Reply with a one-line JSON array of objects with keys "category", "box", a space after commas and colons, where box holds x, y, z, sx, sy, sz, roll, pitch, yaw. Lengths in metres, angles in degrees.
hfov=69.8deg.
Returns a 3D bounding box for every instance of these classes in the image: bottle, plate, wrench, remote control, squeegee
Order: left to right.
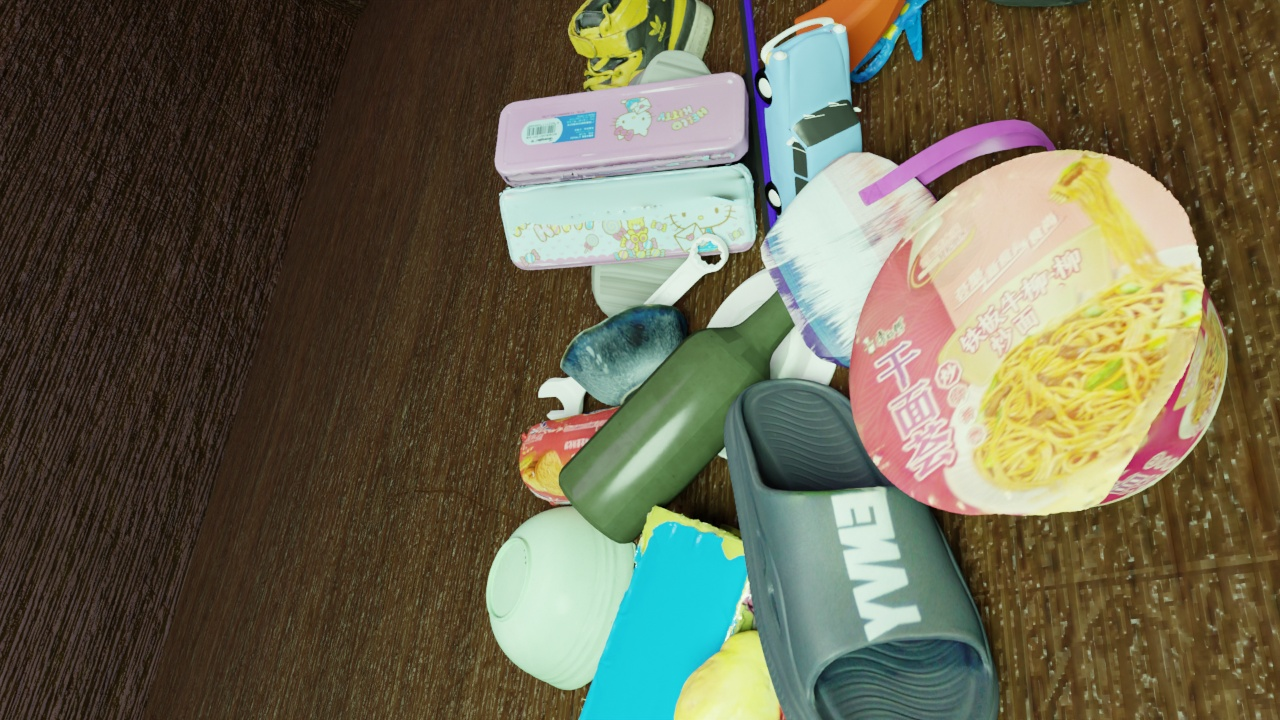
[{"category": "wrench", "box": [-0.013, -0.020, 0.803, 0.274, 0.047, 0.009, -44, 3, 40]}, {"category": "bottle", "box": [0.036, 0.031, 0.631, 0.207, 0.071, 0.071, -47, 33, 3]}, {"category": "remote control", "box": [0.088, -0.190, 0.795, 0.032, 0.015, 0.136, -28, 48, 47]}, {"category": "plate", "box": [0.085, -0.002, 0.677, 0.157, 0.014, 0.156, -35, 44, 42]}, {"category": "squeegee", "box": [0.142, -0.237, 0.675, 0.185, 0.055, 0.249, 135, 139, -54]}]

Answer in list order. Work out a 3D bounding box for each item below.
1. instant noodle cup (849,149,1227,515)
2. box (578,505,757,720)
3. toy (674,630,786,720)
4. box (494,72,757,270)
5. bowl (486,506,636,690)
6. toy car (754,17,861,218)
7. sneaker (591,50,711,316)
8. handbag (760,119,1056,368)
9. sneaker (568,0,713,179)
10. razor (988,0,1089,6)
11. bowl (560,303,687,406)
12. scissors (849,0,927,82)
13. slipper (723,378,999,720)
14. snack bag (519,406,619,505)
[{"category": "instant noodle cup", "box": [0.195, -0.004, 0.445, 0.179, 0.077, 0.178, -34, 45, 42]}, {"category": "box", "box": [0.031, 0.210, 0.567, 0.125, 0.082, 0.220, 7, 74, 58]}, {"category": "toy", "box": [0.079, 0.208, 0.479, 0.137, 0.105, 0.067, 63, 160, 16]}, {"category": "box", "box": [-0.014, -0.151, 0.750, 0.214, 0.051, 0.149, -3, 93, 16]}, {"category": "bowl", "box": [-0.077, 0.186, 0.751, 0.151, 0.077, 0.150, -36, 43, 43]}, {"category": "toy car", "box": [0.115, -0.145, 0.605, 0.056, 0.153, 0.055, -28, 45, -15]}, {"category": "sneaker", "box": [0.004, -0.154, 0.828, 0.089, 0.099, 0.236, -145, 69, -75]}, {"category": "handbag", "box": [0.167, -0.075, 0.545, 0.170, 0.068, 0.144, -35, 68, 29]}, {"category": "sneaker", "box": [-0.025, -0.277, 0.926, 0.086, 0.122, 0.238, 25, 91, 61]}, {"category": "razor", "box": [0.236, -0.242, 0.547, 0.053, 0.063, 0.140, -60, 20, 10]}, {"category": "bowl", "box": [-0.004, 0.004, 0.747, 0.111, 0.110, 0.055, -42, 61, 36]}, {"category": "scissors", "box": [0.194, -0.253, 0.663, 0.126, 0.014, 0.130, -36, 39, 53]}, {"category": "slipper", "box": [0.110, 0.081, 0.479, 0.267, 0.110, 0.083, -101, 11, -52]}, {"category": "snack bag", "box": [-0.033, 0.079, 0.754, 0.177, 0.082, 0.082, -14, 59, 53]}]
